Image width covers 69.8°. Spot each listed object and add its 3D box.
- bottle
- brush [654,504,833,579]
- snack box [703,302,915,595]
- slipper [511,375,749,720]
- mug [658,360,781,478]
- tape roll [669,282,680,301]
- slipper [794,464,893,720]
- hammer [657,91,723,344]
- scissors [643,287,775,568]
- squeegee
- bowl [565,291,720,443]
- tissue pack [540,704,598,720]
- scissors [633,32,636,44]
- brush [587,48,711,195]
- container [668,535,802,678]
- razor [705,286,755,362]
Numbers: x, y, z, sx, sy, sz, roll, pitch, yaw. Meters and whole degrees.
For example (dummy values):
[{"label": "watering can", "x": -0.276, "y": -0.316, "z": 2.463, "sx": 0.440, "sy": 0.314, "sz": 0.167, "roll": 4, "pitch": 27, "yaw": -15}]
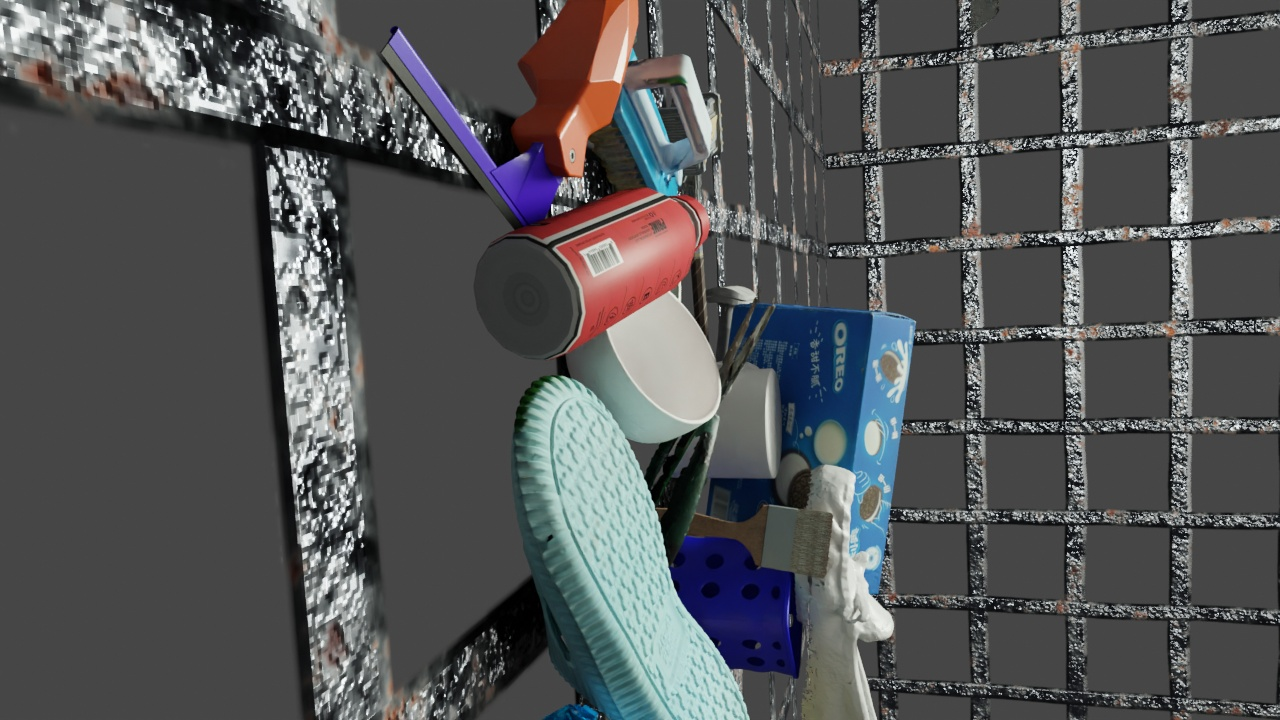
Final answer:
[{"label": "bottle", "x": -0.013, "y": -0.056, "z": 0.491, "sx": 0.176, "sy": 0.062, "sz": 0.062, "roll": -35, "pitch": 123, "yaw": -55}, {"label": "brush", "x": 0.063, "y": 0.120, "z": 0.656, "sx": 0.008, "sy": 0.143, "sz": 0.045, "roll": 34, "pitch": 65, "yaw": -69}, {"label": "snack box", "x": 0.144, "y": 0.070, "z": 0.829, "sx": 0.056, "sy": 0.196, "sz": 0.239, "roll": 7, "pitch": 92, "yaw": -30}, {"label": "slipper", "x": -0.014, "y": 0.140, "z": 0.500, "sx": 0.276, "sy": 0.070, "sz": 0.115, "roll": 64, "pitch": 22, "yaw": -19}, {"label": "mug", "x": 0.072, "y": 0.043, "z": 0.787, "sx": 0.121, "sy": 0.090, "sz": 0.091, "roll": -75, "pitch": 157, "yaw": -44}, {"label": "tape roll", "x": 0.016, "y": -0.063, "z": 0.745, "sx": 0.093, "sy": 0.013, "sz": 0.093, "roll": -2, "pitch": 89, "yaw": -74}, {"label": "slipper", "x": 0.150, "y": 0.200, "z": 0.685, "sx": 0.112, "sy": 0.074, "sz": 0.247, "roll": -86, "pitch": 171, "yaw": -84}, {"label": "hammer", "x": 0.053, "y": -0.070, "z": 0.832, "sx": 0.098, "sy": 0.044, "sz": 0.322, "roll": -58, "pitch": 146, "yaw": -62}, {"label": "scissors", "x": 0.039, "y": 0.051, "z": 0.586, "sx": 0.154, "sy": 0.015, "sz": 0.210, "roll": -80, "pitch": -165, "yaw": -57}, {"label": "squeegee", "x": -0.035, "y": -0.156, "z": 0.496, "sx": 0.249, "sy": 0.055, "sz": 0.184, "roll": 55, "pitch": 45, "yaw": -62}, {"label": "bowl", "x": -0.003, "y": 0.003, "z": 0.558, "sx": 0.105, "sy": 0.054, "sz": 0.104, "roll": 33, "pitch": 39, "yaw": -32}, {"label": "tissue pack", "x": -0.038, "y": 0.247, "z": 0.441, "sx": 0.093, "sy": 0.062, "sz": 0.144, "roll": 71, "pitch": 25, "yaw": -49}, {"label": "scissors", "x": -0.011, "y": -0.261, "z": 0.659, "sx": 0.138, "sy": 0.019, "sz": 0.129, "roll": -69, "pitch": 154, "yaw": -48}, {"label": "brush", "x": 0.011, "y": -0.148, "z": 0.622, "sx": 0.136, "sy": 0.075, "sz": 0.055, "roll": 57, "pitch": 36, "yaw": -60}, {"label": "container", "x": 0.062, "y": 0.184, "z": 0.697, "sx": 0.084, "sy": 0.114, "sz": 0.084, "roll": -75, "pitch": 157, "yaw": -44}, {"label": "razor", "x": 0.088, "y": -0.019, "z": 0.950, "sx": 0.088, "sy": 0.047, "sz": 0.116, "roll": -19, "pitch": 115, "yaw": -73}]
